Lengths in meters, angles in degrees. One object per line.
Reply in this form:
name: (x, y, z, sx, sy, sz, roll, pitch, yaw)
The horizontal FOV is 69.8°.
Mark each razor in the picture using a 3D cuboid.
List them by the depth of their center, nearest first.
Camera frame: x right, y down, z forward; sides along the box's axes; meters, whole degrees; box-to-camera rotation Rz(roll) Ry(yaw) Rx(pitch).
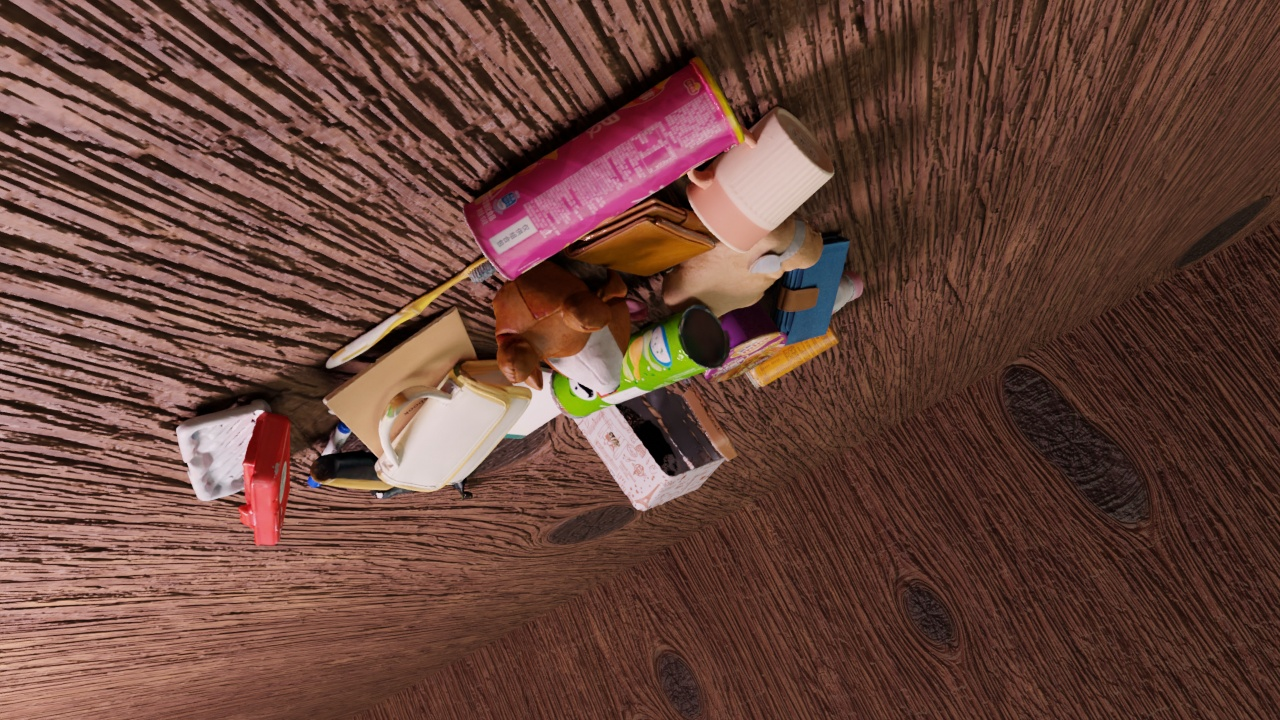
razor: (-0.310, 0.127, 1.030, 0.067, 0.062, 0.167, -50, 162, 5)

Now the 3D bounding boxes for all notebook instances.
notebook: (-0.229, 0.030, 0.934, 0.147, 0.008, 0.208, -37, 164, -14)
notebook: (-0.151, 0.056, 1.152, 0.151, 0.012, 0.209, -33, 161, 18)

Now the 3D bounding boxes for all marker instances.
marker: (-0.342, 0.103, 1.012, 0.016, 0.017, 0.146, -12, 156, -39)

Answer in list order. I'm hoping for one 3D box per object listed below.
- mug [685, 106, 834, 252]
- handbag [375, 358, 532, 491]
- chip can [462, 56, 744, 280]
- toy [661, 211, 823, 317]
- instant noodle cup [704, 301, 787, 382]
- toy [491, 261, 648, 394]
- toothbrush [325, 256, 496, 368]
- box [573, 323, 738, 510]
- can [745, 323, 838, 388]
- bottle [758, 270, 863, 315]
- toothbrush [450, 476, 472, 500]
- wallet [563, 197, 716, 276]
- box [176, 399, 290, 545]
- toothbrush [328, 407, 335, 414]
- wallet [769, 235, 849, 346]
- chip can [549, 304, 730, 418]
mug: (0.096, -0.166, 0.807, 0.114, 0.081, 0.106, 27, 126, -37)
handbag: (-0.212, 0.073, 0.969, 0.164, 0.063, 0.178, -48, 159, 18)
chip can: (-0.029, -0.143, 0.696, 0.211, 0.071, 0.071, -30, 162, 10)
toy: (0.086, -0.086, 0.978, 0.143, 0.082, 0.227, 18, 139, -32)
instant noodle cup: (0.105, -0.042, 1.106, 0.111, 0.099, 0.112, -25, 161, -9)
toy: (-0.061, -0.025, 0.904, 0.140, 0.130, 0.199, -30, 171, 9)
toothbrush: (-0.204, -0.039, 0.814, 0.191, 0.018, 0.016, -31, 160, 12)
box: (0.040, 0.061, 1.153, 0.150, 0.182, 0.169, -16, 151, -44)
can: (0.228, -0.016, 1.406, 0.146, 0.058, 0.058, -31, 161, 13)
bottle: (0.215, -0.076, 1.222, 0.196, 0.068, 0.068, -20, 161, -29)
toothbrush: (-0.255, 0.168, 1.288, 0.027, 0.026, 0.213, -2, 158, -5)
wallet: (0.012, -0.113, 0.861, 0.119, 0.035, 0.130, -24, 164, 28)
box: (-0.392, 0.107, 0.885, 0.099, 0.095, 0.202, 9, 151, -16)
toothbrush: (-0.281, 0.073, 0.999, 0.027, 0.026, 0.221, -7, 164, 9)
wallet: (0.208, -0.086, 1.136, 0.106, 0.040, 0.133, -14, 123, -38)
chip can: (-0.006, 0.006, 1.022, 0.072, 0.072, 0.237, -10, 172, -42)
